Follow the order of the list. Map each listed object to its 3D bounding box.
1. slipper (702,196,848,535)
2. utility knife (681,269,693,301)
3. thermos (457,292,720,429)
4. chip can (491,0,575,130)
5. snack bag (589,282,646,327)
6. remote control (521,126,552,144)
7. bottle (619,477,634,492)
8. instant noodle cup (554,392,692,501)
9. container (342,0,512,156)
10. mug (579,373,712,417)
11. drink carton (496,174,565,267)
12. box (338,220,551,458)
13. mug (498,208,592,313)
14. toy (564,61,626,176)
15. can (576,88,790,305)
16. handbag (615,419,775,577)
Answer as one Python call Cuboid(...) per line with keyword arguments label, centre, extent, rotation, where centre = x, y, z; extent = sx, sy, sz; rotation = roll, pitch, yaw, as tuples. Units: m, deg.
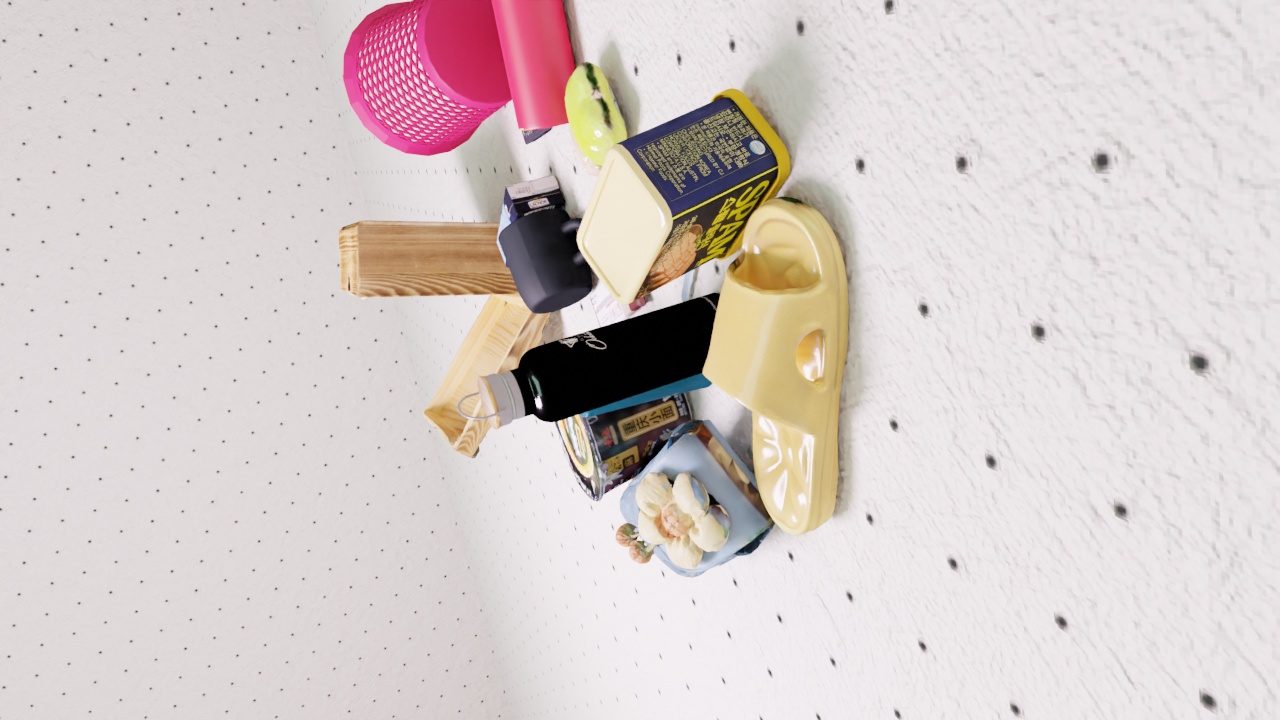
Cuboid(label="slipper", centre=(0.088, 0.015, 0.649), extent=(0.099, 0.078, 0.264), rotation=(-136, 34, -56))
Cuboid(label="utility knife", centre=(0.047, -0.105, 0.751), extent=(0.022, 0.015, 0.180), rotation=(48, 154, 27))
Cuboid(label="thermos", centre=(-0.033, 0.005, 0.730), extent=(0.061, 0.231, 0.061), rotation=(53, 153, 43))
Cuboid(label="chip can", centre=(-0.107, -0.336, 0.871), extent=(0.069, 0.069, 0.221), rotation=(33, 137, 61))
Cuboid(label="snack bag", centre=(-0.025, -0.064, 0.971), extent=(0.158, 0.013, 0.057), rotation=(142, 111, -69))
Cuboid(label="remote control", centre=(-0.105, -0.266, 1.006), extent=(0.137, 0.015, 0.032), rotation=(3, 109, 66))
Cuboid(label="bottle", centre=(-0.011, 0.105, 1.005), extent=(0.063, 0.063, 0.108), rotation=(-9, 99, 70))
Cuboid(label="instant noodle cup", centre=(-0.018, 0.057, 0.913), extent=(0.137, 0.112, 0.137), rotation=(54, 155, 41))
Cuboid(label="container", centre=(-0.217, -0.336, 1.037), extent=(0.226, 0.182, 0.183), rotation=(10, 117, 59))
Cuboid(label="mug", centre=(-0.005, 0.005, 0.818), extent=(0.078, 0.121, 0.078), rotation=(53, 153, 43))
Cuboid(label="drink carton", centre=(-0.133, -0.164, 1.093), extent=(0.040, 0.064, 0.130), rotation=(66, 159, 16))
Cuboid(label="box", centre=(-0.256, -0.037, 1.278), extent=(0.279, 0.281, 0.315), rotation=(-168, 74, -67))
Cuboid(label="mug", centre=(-0.093, -0.117, 1.024), extent=(0.122, 0.085, 0.094), rotation=(-30, 78, 40))
Cuboid(label="toy", centre=(-0.043, -0.215, 0.846), extent=(0.115, 0.046, 0.092), rotation=(114, 136, -71))
Cuboid(label="can", centre=(0.025, -0.110, 0.643), extent=(0.075, 0.104, 0.135), rotation=(55, 154, 11))
Cuboid(label="handbag", centre=(0.038, 0.136, 0.815), extent=(0.122, 0.118, 0.192), rotation=(51, 154, 6))
